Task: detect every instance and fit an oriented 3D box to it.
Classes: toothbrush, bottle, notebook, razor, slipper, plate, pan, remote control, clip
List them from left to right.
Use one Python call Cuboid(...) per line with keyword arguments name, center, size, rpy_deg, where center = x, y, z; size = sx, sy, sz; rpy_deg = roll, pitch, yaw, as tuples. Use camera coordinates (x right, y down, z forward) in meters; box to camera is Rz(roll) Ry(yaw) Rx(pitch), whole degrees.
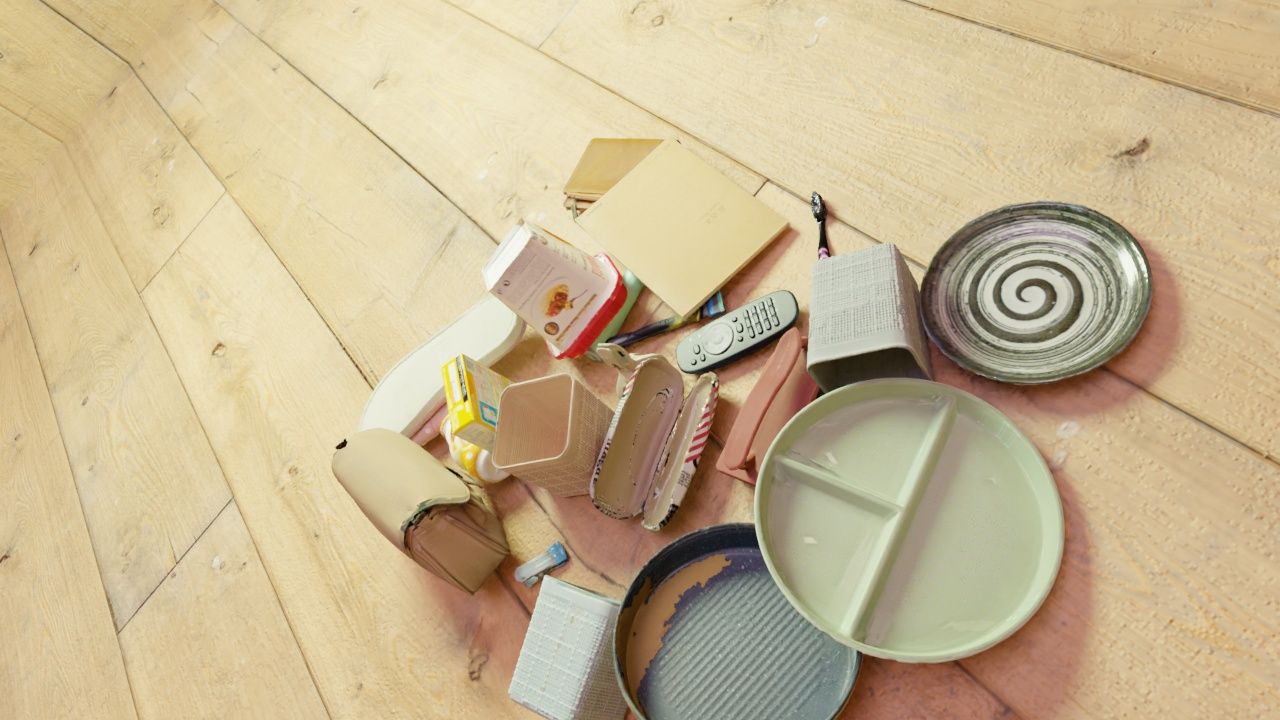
Cuboid(name="slipper", center=(-0.231, 0.022, 1.091), size=(0.275, 0.054, 0.114), rpy_deg=(-40, 48, 15))
Cuboid(name="bottle", center=(-0.181, 0.091, 1.013), size=(0.108, 0.063, 0.063), rpy_deg=(27, 81, 47))
Cuboid(name="clip", center=(-0.098, 0.208, 0.925), size=(0.057, 0.028, 0.024), rpy_deg=(-36, 52, 1))
Cuboid(name="clip", center=(-0.005, 0.004, 0.933), size=(0.035, 0.099, 0.098), rpy_deg=(3, 38, 37))
Cuboid(name="toothbrush", center=(-0.002, -0.100, 1.022), size=(0.026, 0.027, 0.224), rpy_deg=(28, 81, 3))
Cuboid(name="razor", center=(0.025, -0.038, 0.971), size=(0.143, 0.022, 0.042), rpy_deg=(-23, 52, 20))
Cuboid(name="notebook", center=(0.039, -0.151, 1.002), size=(0.149, 0.012, 0.211), rpy_deg=(-43, 53, -3))
Cuboid(name="remote control", center=(0.098, -0.025, 0.913), size=(0.137, 0.024, 0.053), rpy_deg=(-27, 54, 21))
Cuboid(name="pan", center=(0.129, 0.163, 0.747), size=(0.356, 0.078, 0.198), rpy_deg=(-43, 53, -20))
Cuboid(name="toothbrush", center=(0.181, -0.089, 0.898), size=(0.014, 0.018, 0.188), rpy_deg=(-15, 59, 25))
Cuboid(name="plate", center=(0.203, 0.119, 0.711), size=(0.230, 0.027, 0.229), rpy_deg=(-4, 61, 8))
Cuboid(name="plate", center=(0.327, -0.056, 0.767), size=(0.180, 0.024, 0.179), rpy_deg=(-13, 58, 21))

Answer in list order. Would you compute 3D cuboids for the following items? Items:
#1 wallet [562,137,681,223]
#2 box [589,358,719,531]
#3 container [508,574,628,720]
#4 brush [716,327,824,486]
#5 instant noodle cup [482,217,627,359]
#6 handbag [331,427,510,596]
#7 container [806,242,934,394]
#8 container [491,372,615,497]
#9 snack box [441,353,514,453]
Cuboid(name="wallet", center=(-0.028, -0.218, 1.099), size=(0.131, 0.035, 0.119), rpy_deg=(13, 72, 37))
Cuboid(name="box", center=(0.013, 0.077, 0.875), size=(0.075, 0.085, 0.162), rpy_deg=(150, 141, -73))
Cuboid(name="container", center=(-0.051, 0.262, 0.814), size=(0.090, 0.090, 0.111), rpy_deg=(11, 75, 38))
Cuboid(name="brush", center=(0.122, 0.043, 0.829), size=(0.063, 0.069, 0.145), rpy_deg=(18, 76, 38))
Cuboid(name="instant noodle cup", center=(-0.097, -0.082, 0.990), size=(0.117, 0.124, 0.116), rpy_deg=(-51, 26, 11))
Cuboid(name="handbag", center=(-0.225, 0.148, 0.955), size=(0.205, 0.148, 0.099), rpy_deg=(29, 75, 39))
Cuboid(name="container", center=(0.200, -0.032, 0.807), size=(0.090, 0.090, 0.114), rpy_deg=(-13, 56, 28))
Cuboid(name="container", center=(-0.075, 0.080, 0.914), size=(0.090, 0.111, 0.090), rpy_deg=(-13, 58, 28))
Cuboid(name="snack box", center=(-0.143, 0.058, 0.954), size=(0.034, 0.140, 0.086), rpy_deg=(-34, 51, 20))
